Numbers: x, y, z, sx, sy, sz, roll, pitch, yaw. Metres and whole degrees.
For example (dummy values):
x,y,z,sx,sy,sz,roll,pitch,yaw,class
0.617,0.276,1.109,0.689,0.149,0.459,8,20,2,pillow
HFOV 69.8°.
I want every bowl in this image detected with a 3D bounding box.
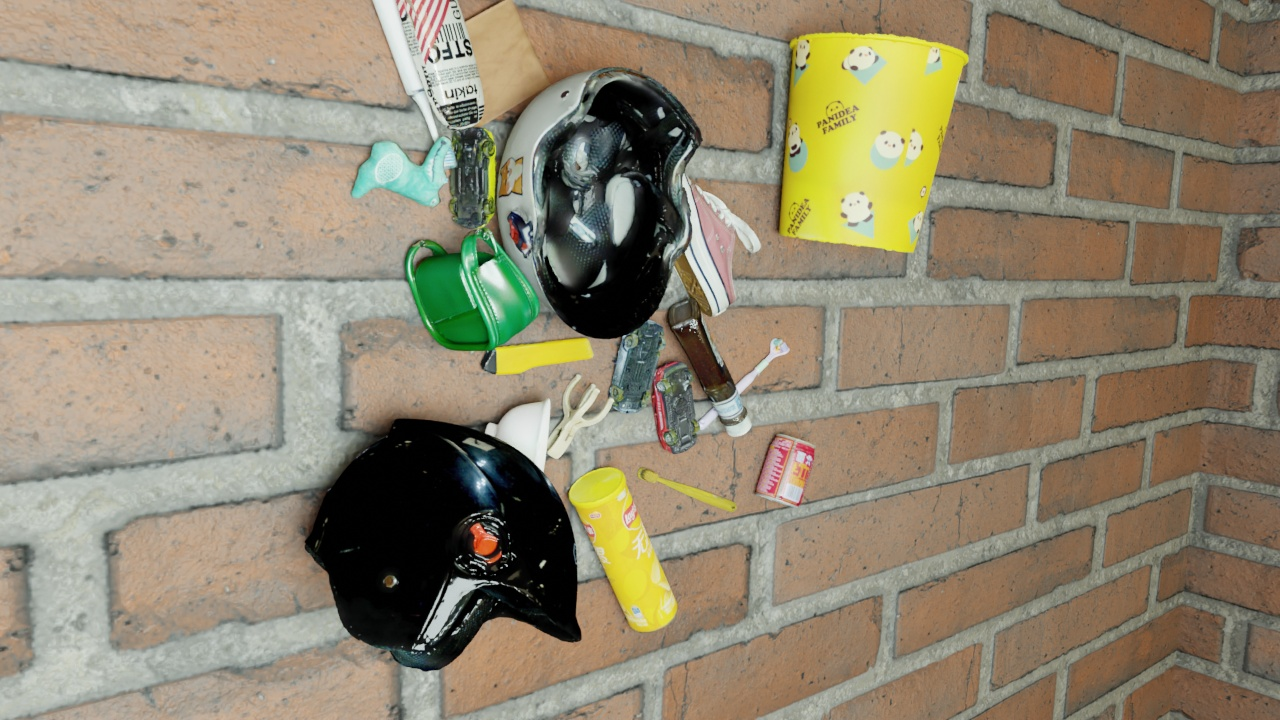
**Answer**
x,y,z,sx,sy,sz,roll,pitch,yaw,class
-0.139,0.097,1.013,0.065,0.118,0.118,7,94,-1,bowl

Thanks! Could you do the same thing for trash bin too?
x,y,z,sx,sy,sz,roll,pitch,yaw,class
0.294,-0.283,1.224,0.229,0.230,0.255,-1,103,-39,trash bin

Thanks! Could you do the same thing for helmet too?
x,y,z,sx,sy,sz,roll,pitch,yaw,class
-0.177,0.180,0.883,0.275,0.234,0.229,13,69,-1,helmet
-0.064,-0.173,0.981,0.229,0.157,0.274,-7,111,-44,helmet

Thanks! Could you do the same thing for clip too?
x,y,z,sx,sy,sz,roll,pitch,yaw,class
-0.070,0.067,1.074,0.035,0.095,0.101,37,62,-37,clip

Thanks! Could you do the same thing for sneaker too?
x,y,z,sx,sy,sz,roll,pitch,yaw,class
0.074,-0.165,1.128,0.087,0.118,0.241,-37,127,-13,sneaker

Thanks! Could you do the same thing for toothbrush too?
x,y,z,sx,sy,sz,roll,pitch,yaw,class
-0.229,-0.296,0.908,0.026,0.026,0.221,-15,111,5,toothbrush
0.067,0.176,1.234,0.190,0.017,0.015,26,83,-39,toothbrush
0.141,0.034,1.271,0.188,0.029,0.021,-43,159,-25,toothbrush

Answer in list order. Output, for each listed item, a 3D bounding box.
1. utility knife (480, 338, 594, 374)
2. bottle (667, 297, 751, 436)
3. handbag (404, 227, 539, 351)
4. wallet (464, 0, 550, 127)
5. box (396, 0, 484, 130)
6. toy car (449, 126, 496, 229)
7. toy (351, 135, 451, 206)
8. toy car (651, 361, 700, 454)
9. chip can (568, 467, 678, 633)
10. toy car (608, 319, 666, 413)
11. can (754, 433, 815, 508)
x,y,z,sx,sy,sz,roll,pitch,yaw,class
-0.116,-0.005,1.056,0.156,0.015,0.033,-8,108,-39,utility knife
0.093,0.015,1.192,0.044,0.079,0.195,-22,117,11,bottle
-0.171,-0.072,0.926,0.067,0.131,0.120,-37,115,-34,handbag
-0.159,-0.313,0.969,0.115,0.020,0.101,-39,120,-25,wallet
-0.193,-0.309,0.898,0.068,0.052,0.164,-33,117,-36,box
-0.173,-0.190,0.962,0.032,0.048,0.105,-15,108,-67,toy car
-0.231,-0.190,0.918,0.091,0.030,0.096,22,103,-42,toy
0.041,0.060,1.175,0.052,0.045,0.121,-21,115,-38,toy car
-0.019,0.237,1.139,0.071,0.072,0.213,-36,119,-30,chip can
-0.007,0.007,1.135,0.054,0.037,0.121,4,105,-40,toy car
0.209,0.158,1.315,0.066,0.067,0.093,24,82,-39,can
